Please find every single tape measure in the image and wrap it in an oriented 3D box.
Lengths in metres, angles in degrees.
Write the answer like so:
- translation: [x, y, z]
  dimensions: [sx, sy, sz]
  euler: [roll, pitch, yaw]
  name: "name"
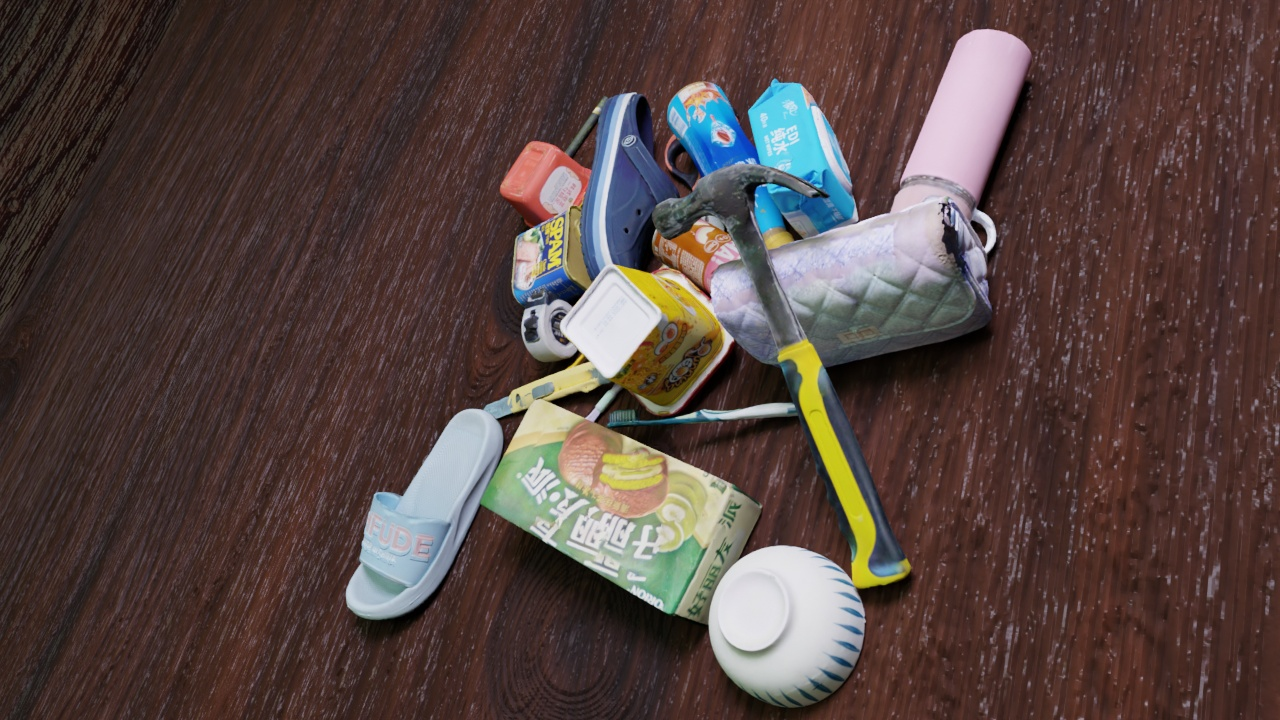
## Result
- translation: [-0.093, -0.032, 0.961]
  dimensions: [0.034, 0.065, 0.065]
  euler: [-13, 55, 38]
  name: "tape measure"

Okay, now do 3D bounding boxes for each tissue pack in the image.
- translation: [0.151, -0.183, 0.841]
  dimensions: [0.063, 0.090, 0.139]
  euler: [-24, 52, 24]
  name: "tissue pack"

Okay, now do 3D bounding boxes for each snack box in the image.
- translation: [-0.108, -0.201, 1.066]
  dimensions: [0.082, 0.080, 0.091]
  euler: [26, 81, 44]
  name: "snack box"
- translation: [-0.023, 0.125, 0.799]
  dimensions: [0.240, 0.063, 0.114]
  euler: [21, 80, 38]
  name: "snack box"

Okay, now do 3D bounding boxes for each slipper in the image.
- translation: [-0.228, 0.155, 0.950]
  dimensions: [0.104, 0.074, 0.245]
  euler: [20, 76, 43]
  name: "slipper"
- translation: [-0.002, -0.170, 0.956]
  dimensions: [0.095, 0.105, 0.252]
  euler: [-4, 62, 17]
  name: "slipper"

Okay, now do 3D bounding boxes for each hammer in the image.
- translation: [0.120, 0.008, 0.667]
  dimensions: [0.126, 0.031, 0.323]
  euler: [-24, 86, 33]
  name: "hammer"

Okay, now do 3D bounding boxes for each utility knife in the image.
- translation: [-0.102, 0.035, 0.955]
  dimensions: [0.199, 0.021, 0.031]
  euler: [-22, 65, 42]
  name: "utility knife"

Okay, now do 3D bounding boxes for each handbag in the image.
- translation: [0.169, -0.052, 0.718]
  dimensions: [0.194, 0.134, 0.075]
  euler: [-16, 55, 32]
  name: "handbag"

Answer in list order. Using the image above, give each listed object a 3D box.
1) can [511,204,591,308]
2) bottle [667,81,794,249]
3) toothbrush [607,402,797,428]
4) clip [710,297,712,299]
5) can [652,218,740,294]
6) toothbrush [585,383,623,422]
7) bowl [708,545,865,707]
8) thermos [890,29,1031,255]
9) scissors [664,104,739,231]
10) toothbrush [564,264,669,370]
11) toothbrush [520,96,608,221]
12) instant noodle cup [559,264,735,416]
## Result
- translation: [-0.094, -0.110, 1.016]
  dimensions: [0.083, 0.057, 0.102]
  euler: [-21, 52, 30]
  name: "can"
- translation: [0.094, -0.181, 0.896]
  dimensions: [0.065, 0.065, 0.218]
  euler: [-35, 58, 16]
  name: "bottle"
- translation: [0.060, 0.045, 0.795]
  dimensions: [0.192, 0.016, 0.018]
  euler: [-6, 80, 19]
  name: "toothbrush"
- translation: [0.063, -0.031, 0.872]
  dimensions: [0.058, 0.041, 0.026]
  euler: [-49, 47, 6]
  name: "clip"
- translation: [0.074, -0.090, 0.857]
  dimensions: [0.058, 0.058, 0.147]
  euler: [-52, 49, 1]
  name: "can"
- translation: [-0.005, 0.005, 0.901]
  dimensions: [0.189, 0.029, 0.021]
  euler: [-50, 1, 2]
  name: "toothbrush"
- translation: [0.098, 0.189, 0.675]
  dimensions: [0.117, 0.066, 0.116]
  euler: [-20, 54, 29]
  name: "bowl"
- translation: [0.272, -0.172, 0.762]
  dimensions: [0.087, 0.067, 0.198]
  euler: [20, 76, 13]
  name: "thermos"
- translation: [0.061, -0.181, 0.966]
  dimensions: [0.197, 0.015, 0.205]
  euler: [28, 83, 43]
  name: "scissors"
- translation: [-0.023, -0.035, 0.944]
  dimensions: [0.191, 0.016, 0.018]
  euler: [-46, 56, 7]
  name: "toothbrush"
- translation: [-0.090, -0.247, 1.127]
  dimensions: [0.017, 0.012, 0.185]
  euler: [31, 86, 39]
  name: "toothbrush"
- translation: [0.003, -0.024, 0.818]
  dimensions: [0.116, 0.123, 0.116]
  euler: [-50, 62, 12]
  name: "instant noodle cup"
